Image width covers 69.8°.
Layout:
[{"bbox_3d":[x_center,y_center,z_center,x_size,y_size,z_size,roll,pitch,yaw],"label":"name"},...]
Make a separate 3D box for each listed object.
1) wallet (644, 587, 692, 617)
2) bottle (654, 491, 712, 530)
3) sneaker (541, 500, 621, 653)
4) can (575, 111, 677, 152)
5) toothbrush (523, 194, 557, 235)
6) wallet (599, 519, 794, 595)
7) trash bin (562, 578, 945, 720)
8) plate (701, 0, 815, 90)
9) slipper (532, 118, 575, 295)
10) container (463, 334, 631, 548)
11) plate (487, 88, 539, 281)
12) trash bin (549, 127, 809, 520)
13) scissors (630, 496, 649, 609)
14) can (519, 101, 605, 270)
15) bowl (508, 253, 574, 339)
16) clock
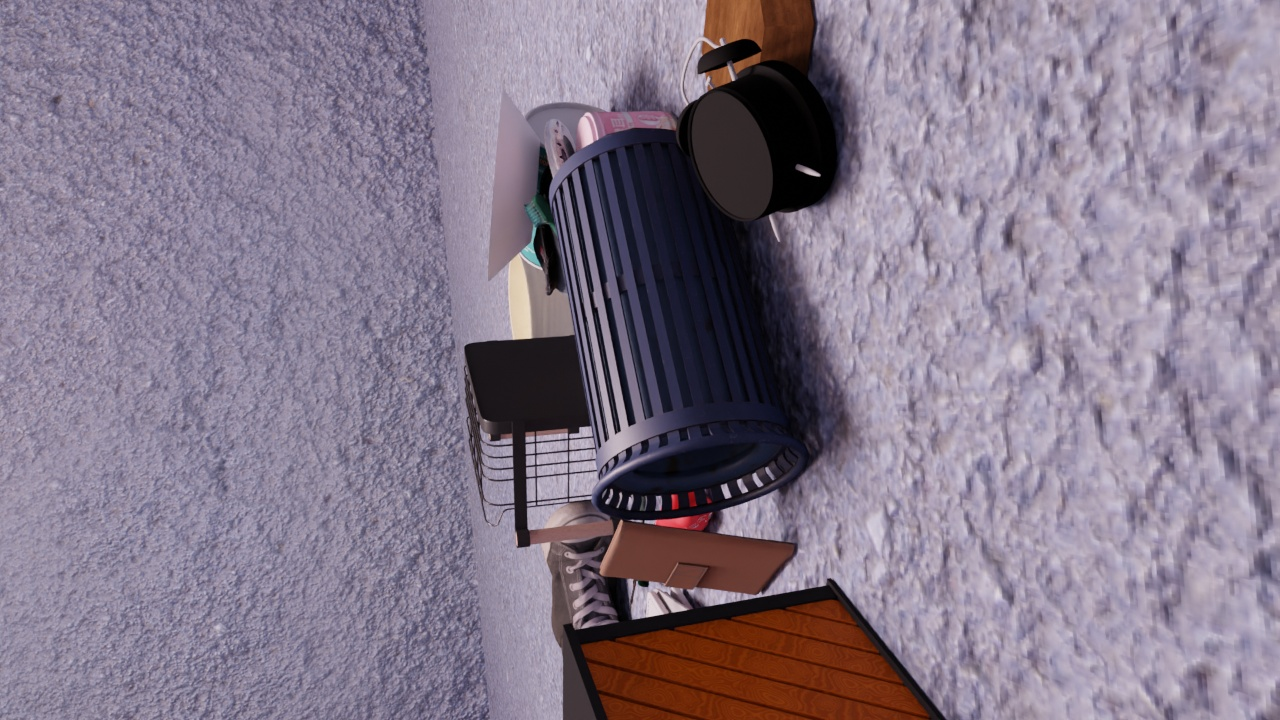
[{"bbox_3d":[0.037,0.255,0.821,0.118,0.037,0.115,-133,41,-59],"label":"wallet"},{"bbox_3d":[0.030,0.155,0.804,0.142,0.042,0.042,106,153,-50],"label":"bottle"},{"bbox_3d":[-0.057,0.271,1.046,0.120,0.095,0.235,-124,35,-54],"label":"sneaker"},{"bbox_3d":[-0.011,-0.176,0.774,0.067,0.076,0.067,174,91,-73],"label":"can"},{"bbox_3d":[-0.040,-0.056,0.776,0.190,0.017,0.016,57,-153,-6],"label":"toothbrush"},{"bbox_3d":[0.037,0.139,0.645,0.088,0.121,0.013,109,167,-53],"label":"wallet"},{"bbox_3d":[0.056,0.235,0.517,0.139,0.171,0.140,-127,35,-61],"label":"trash bin"},{"bbox_3d":[0.069,-0.205,0.588,0.131,0.025,0.131,174,90,-73],"label":"plate"},{"bbox_3d":[-0.065,-0.099,0.867,0.264,0.063,0.111,71,-168,-49],"label":"slipper"},{"bbox_3d":[-0.095,0.073,0.970,0.241,0.162,0.130,-125,33,-63],"label":"container"},{"bbox_3d":[-0.114,-0.157,0.841,0.174,0.036,0.174,-177,91,-81],"label":"plate"},{"bbox_3d":[0.016,-0.031,0.633,0.140,0.139,0.249,115,148,-59],"label":"trash bin"},{"bbox_3d":[0.005,0.136,0.868,0.202,0.015,0.205,75,-159,-74],"label":"scissors"},{"bbox_3d":[-0.074,-0.176,0.943,0.099,0.099,0.144,-112,23,-44],"label":"can"},{"bbox_3d":[-0.119,-0.066,1.170,0.151,0.075,0.150,175,91,-73],"label":"bowl"},{"bbox_3d":[0.061,-0.135,0.542,0.120,0.042,0.091,56,155,16],"label":"clock"}]
